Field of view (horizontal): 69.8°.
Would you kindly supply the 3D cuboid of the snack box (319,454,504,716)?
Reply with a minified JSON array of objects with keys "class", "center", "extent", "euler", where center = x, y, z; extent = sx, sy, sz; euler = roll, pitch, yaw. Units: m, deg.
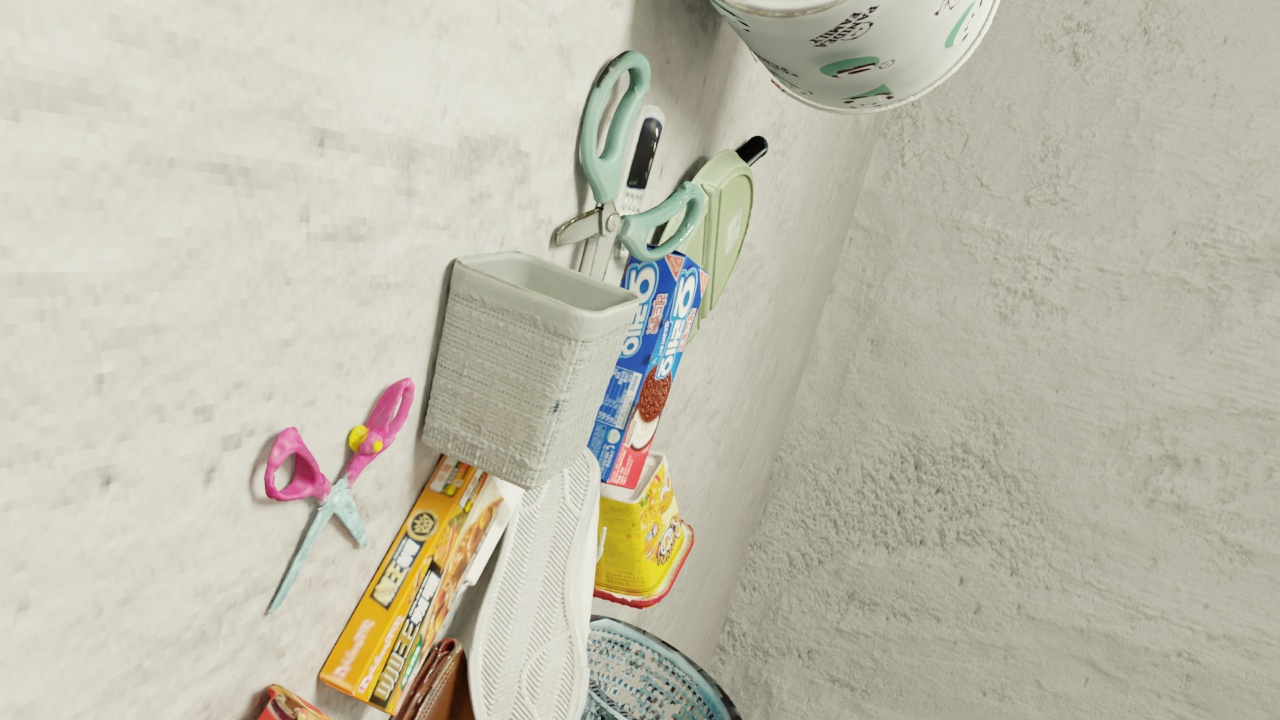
[{"class":"snack box","center":[-0.136,0.136,0.569],"extent":[0.075,0.026,0.153],"euler":[80,32,-60]}]

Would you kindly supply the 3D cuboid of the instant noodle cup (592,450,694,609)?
[{"class":"instant noodle cup","center":[-0.017,0.151,0.870],"extent":[0.115,0.116,0.124],"euler":[-53,145,-49]}]

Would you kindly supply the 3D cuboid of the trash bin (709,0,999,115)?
[{"class":"trash bin","center":[0.146,-0.317,0.676],"extent":[0.251,0.230,0.230],"euler":[-15,123,-67]}]

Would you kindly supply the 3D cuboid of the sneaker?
[{"class":"sneaker","center":[-0.076,0.183,0.702],"extent":[0.091,0.089,0.241],"euler":[100,-2,-71]}]

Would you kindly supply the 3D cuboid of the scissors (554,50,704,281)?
[{"class":"scissors","center":[0.000,-0.137,0.670],"extent":[0.174,0.019,0.170],"euler":[-20,126,-48]}]

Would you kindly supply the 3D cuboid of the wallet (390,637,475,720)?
[{"class":"wallet","center":[-0.155,0.272,0.657],"extent":[0.101,0.032,0.124],"euler":[84,27,-51]}]

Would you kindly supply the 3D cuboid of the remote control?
[{"class":"remote control","center":[-0.013,-0.122,0.705],"extent":[0.058,0.021,0.150],"euler":[-20,128,-71]}]

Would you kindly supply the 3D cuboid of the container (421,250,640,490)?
[{"class":"container","center":[-0.067,0.005,0.541],"extent":[0.090,0.090,0.114],"euler":[-27,137,-69]}]

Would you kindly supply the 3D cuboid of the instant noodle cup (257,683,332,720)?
[{"class":"instant noodle cup","center":[-0.154,0.242,0.438],"extent":[0.108,0.138,0.138],"euler":[-55,159,-25]}]

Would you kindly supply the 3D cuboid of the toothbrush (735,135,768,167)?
[{"class":"toothbrush","center":[0.096,-0.206,0.989],"extent":[0.027,0.026,0.212],"euler":[-60,172,35]}]

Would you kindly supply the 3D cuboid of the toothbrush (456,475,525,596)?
[{"class":"toothbrush","center":[-0.113,0.124,0.636],"extent":[0.026,0.026,0.220],"euler":[-18,-141,54]}]

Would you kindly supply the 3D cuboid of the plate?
[{"class":"plate","center":[0.061,-0.102,0.940],"extent":[0.229,0.027,0.231],"euler":[-55,162,-28]}]

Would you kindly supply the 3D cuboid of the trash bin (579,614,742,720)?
[{"class":"trash bin","center":[-0.032,0.418,0.977],"extent":[0.195,0.226,0.226],"euler":[-60,166,6]}]

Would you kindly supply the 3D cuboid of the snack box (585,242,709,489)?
[{"class":"snack box","center":[-0.005,0.005,0.794],"extent":[0.058,0.057,0.207],"euler":[26,82,-60]}]

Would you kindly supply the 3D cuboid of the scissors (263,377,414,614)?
[{"class":"scissors","center":[-0.151,0.062,0.451],"extent":[0.133,0.017,0.136],"euler":[-64,167,-14]}]
